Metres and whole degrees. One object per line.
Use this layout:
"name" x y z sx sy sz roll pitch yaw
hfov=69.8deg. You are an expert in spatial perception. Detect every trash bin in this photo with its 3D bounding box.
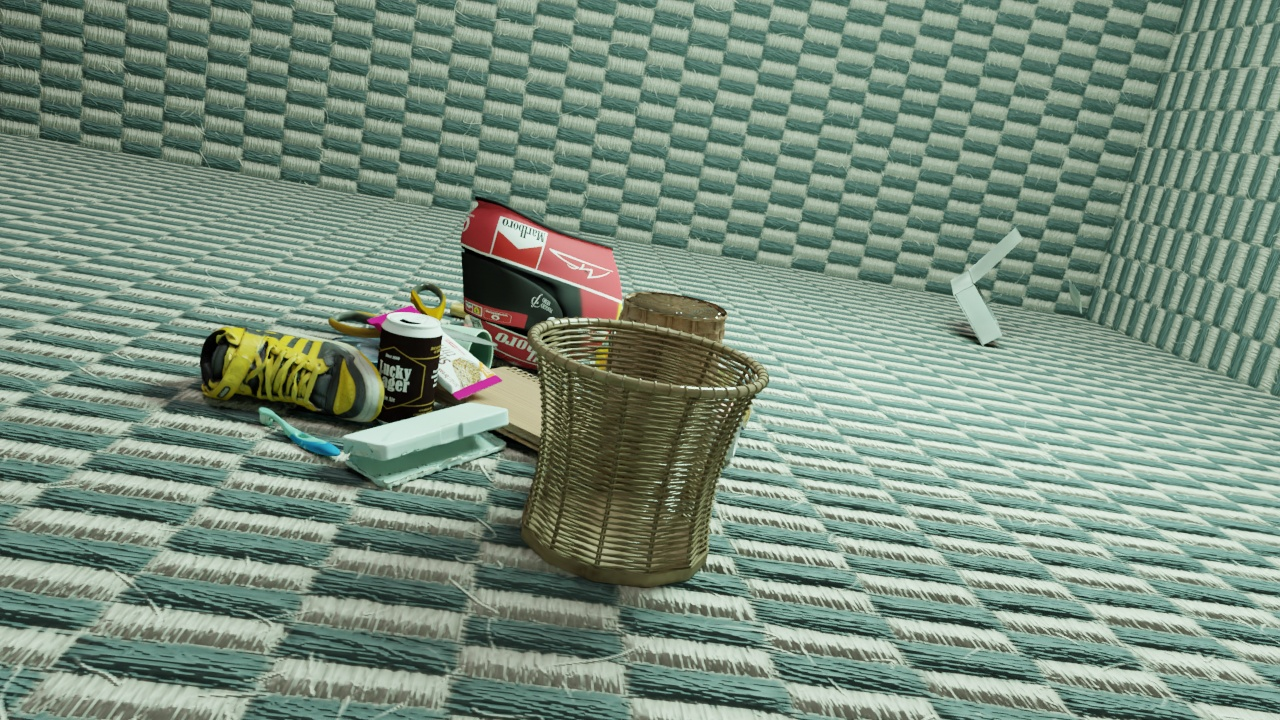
"trash bin" 0.018 0.038 1.048 0.151 0.210 0.151 9 15 -3

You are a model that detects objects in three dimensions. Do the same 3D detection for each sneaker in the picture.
"sneaker" -0.415 0.015 1.065 0.239 0.086 0.122 15 9 32

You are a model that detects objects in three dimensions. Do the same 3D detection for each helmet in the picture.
"helmet" -0.162 -0.101 1.408 0.270 0.224 0.198 17 4 -26

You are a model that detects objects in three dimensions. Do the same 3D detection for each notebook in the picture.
"notebook" -0.140 0.059 1.171 0.211 0.022 0.168 22 18 27

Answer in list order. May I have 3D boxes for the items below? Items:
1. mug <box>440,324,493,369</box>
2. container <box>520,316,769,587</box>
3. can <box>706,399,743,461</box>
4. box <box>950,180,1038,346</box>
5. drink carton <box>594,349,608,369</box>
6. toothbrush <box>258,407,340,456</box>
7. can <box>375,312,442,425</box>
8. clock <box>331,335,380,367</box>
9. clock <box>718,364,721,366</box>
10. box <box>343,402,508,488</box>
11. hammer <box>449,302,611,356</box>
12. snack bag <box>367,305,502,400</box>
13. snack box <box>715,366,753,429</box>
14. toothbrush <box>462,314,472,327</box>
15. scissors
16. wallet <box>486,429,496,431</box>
"mug" -0.267 -0.005 1.296 0.104 0.084 0.111 10 -14 17
"container" -0.010 0.082 0.882 0.227 0.196 0.226 10 15 -3
"can" 0.061 0.078 1.188 0.136 0.078 0.078 13 15 10
"box" 0.898 -0.256 2.382 0.149 0.413 0.166 10 21 12
"drink carton" -0.008 0.008 1.403 0.123 0.041 0.058 6 -12 25
"toothbrush" -0.372 0.081 0.997 0.135 0.017 0.022 22 18 29
"can" -0.277 0.013 1.091 0.072 0.129 0.072 10 15 -3
"clock" -0.357 0.004 1.211 0.116 0.060 0.161 2 15 -28
"clock" 0.101 0.030 1.447 0.083 0.057 0.117 23 12 40
"box" -0.232 0.084 1.010 0.085 0.071 0.198 38 26 20
"hammer" -0.183 -0.056 1.628 0.331 0.033 0.132 13 16 13
"snack bag" -0.263 -0.014 1.166 0.196 0.016 0.070 36 43 30
"snack box" 0.072 0.039 1.273 0.148 0.040 0.143 14 -18 20
"toothbrush" -0.302 -0.049 1.542 0.015 0.016 0.184 16 16 -5
"scissors" -0.307 -0.047 1.231 0.225 0.016 0.225 -5 34 -23
"wallet" -0.162 0.075 1.171 0.120 0.013 0.087 5 17 -27
